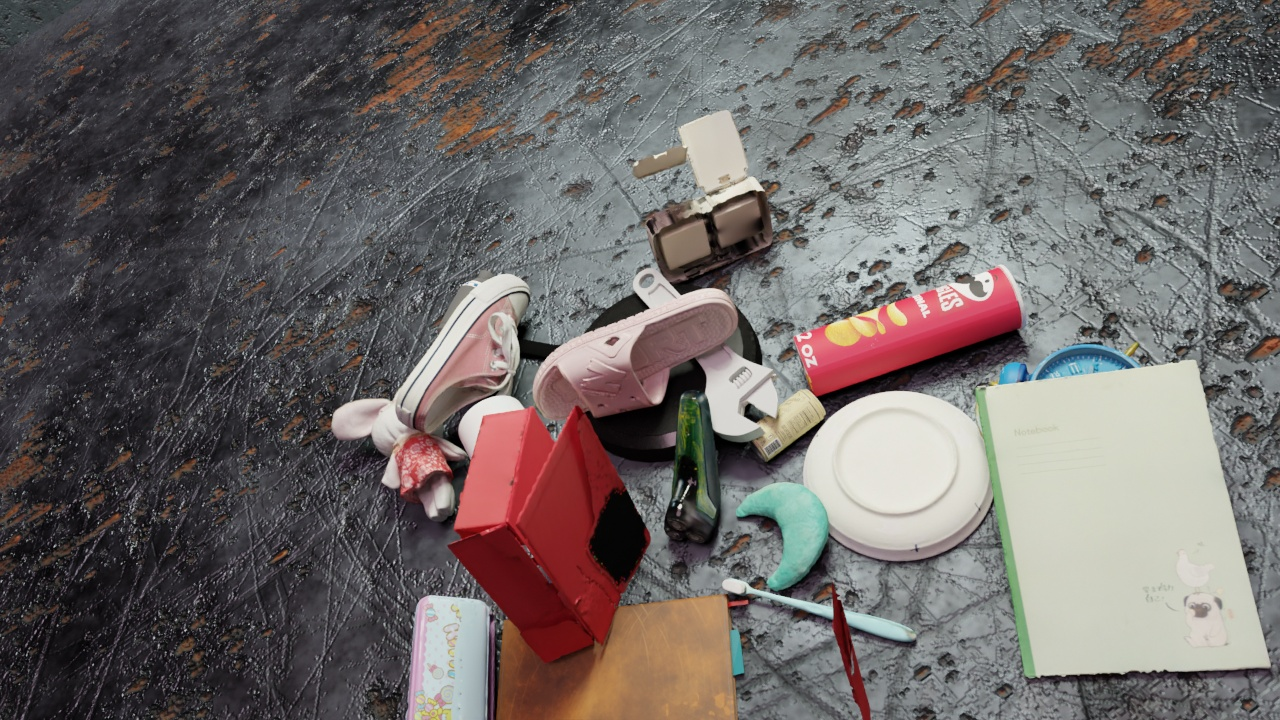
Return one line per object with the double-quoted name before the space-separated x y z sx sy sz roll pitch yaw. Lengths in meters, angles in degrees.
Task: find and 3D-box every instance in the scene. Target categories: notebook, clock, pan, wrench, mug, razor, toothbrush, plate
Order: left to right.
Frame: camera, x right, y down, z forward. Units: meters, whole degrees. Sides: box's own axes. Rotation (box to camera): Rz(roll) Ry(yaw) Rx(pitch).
"mug" -0.145 0.103 1.009 0.082 0.082 0.106 -35 51 -4
"pan" -0.035 -0.003 1.069 0.357 0.034 0.224 10 62 25
"notebook" -0.018 0.318 0.859 0.249 0.014 0.178 -11 54 14
"razor" 0.050 0.106 0.920 0.054 0.067 0.151 2 93 29
"wrench" 0.058 -0.013 1.004 0.087 0.018 0.273 -42 50 1
"toothbrush" 0.161 0.229 0.845 0.181 0.016 0.016 11 78 22
"plate" 0.247 0.102 0.889 0.182 0.034 0.182 -10 55 15
"clock" 0.396 0.047 0.851 0.161 0.060 0.116 -16 57 10
"notebook" 0.399 0.133 0.778 0.182 0.010 0.252 -9 74 16

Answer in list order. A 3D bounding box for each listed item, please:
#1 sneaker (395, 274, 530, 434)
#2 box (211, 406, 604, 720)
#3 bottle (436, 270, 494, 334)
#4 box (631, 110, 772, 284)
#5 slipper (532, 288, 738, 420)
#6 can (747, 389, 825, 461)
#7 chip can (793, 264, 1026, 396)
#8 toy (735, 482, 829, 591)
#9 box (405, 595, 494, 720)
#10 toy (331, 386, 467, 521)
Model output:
"sneaker" -0.180 -0.005 1.055 0.088 0.118 0.240 23 53 13
"box" -0.197 0.199 0.870 0.325 0.214 0.152 -21 43 5
"bottle" -0.219 -0.066 1.173 0.047 0.047 0.112 11 62 27
"box" 0.067 -0.191 1.054 0.143 0.191 0.069 -22 51 -3
"slipper" -0.006 0.006 0.957 0.239 0.094 0.064 -27 46 10
"can" 0.149 0.066 0.948 0.079 0.038 0.038 -36 53 -5
"chip can" 0.273 -0.029 0.944 0.221 0.069 0.069 -19 53 9
"toy" 0.142 0.162 0.890 0.085 0.033 0.105 -39 47 17
"box" -0.176 0.334 0.867 0.077 0.096 0.213 -7 55 2
"toy" -0.261 0.096 1.060 0.159 0.084 0.194 -30 58 -10
